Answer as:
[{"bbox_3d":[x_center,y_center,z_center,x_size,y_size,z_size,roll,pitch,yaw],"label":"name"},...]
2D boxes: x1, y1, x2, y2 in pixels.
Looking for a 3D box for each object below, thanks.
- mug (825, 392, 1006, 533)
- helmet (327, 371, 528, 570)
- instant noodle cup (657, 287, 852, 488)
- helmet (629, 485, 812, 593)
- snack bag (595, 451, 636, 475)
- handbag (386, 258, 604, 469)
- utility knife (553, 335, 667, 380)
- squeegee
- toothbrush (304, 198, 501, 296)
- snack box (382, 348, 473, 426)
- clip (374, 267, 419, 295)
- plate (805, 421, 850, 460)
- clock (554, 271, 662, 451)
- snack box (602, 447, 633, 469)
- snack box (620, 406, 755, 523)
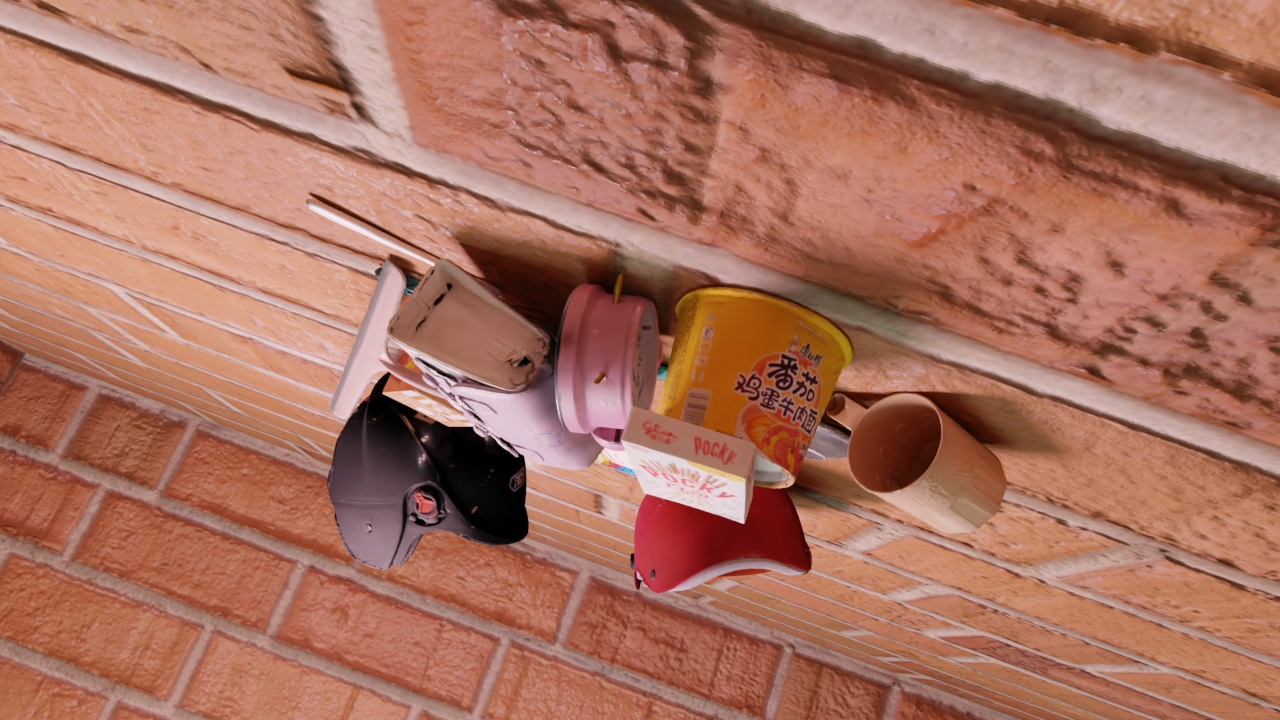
[{"bbox_3d":[0.220,0.077,0.744,0.103,0.084,0.124,31,-176,-34],"label":"mug"},{"bbox_3d":[-0.267,0.140,1.202,0.275,0.230,0.233,15,-168,10],"label":"helmet"},{"bbox_3d":[0.077,0.026,0.680,0.138,0.109,0.138,17,162,6],"label":"instant noodle cup"},{"bbox_3d":[0.085,0.193,1.089,0.207,0.144,0.240,-7,169,-8],"label":"helmet"},{"bbox_3d":[-0.023,0.122,1.192,0.191,0.038,0.110,20,151,0],"label":"snack bag"},{"bbox_3d":[-0.112,0.018,0.796,0.145,0.098,0.197,24,164,22],"label":"handbag"},{"bbox_3d":[-0.005,0.005,0.865,0.216,0.013,0.029,18,159,11],"label":"utility knife"},{"bbox_3d":[-0.175,0.029,0.944,0.249,0.040,0.248,18,135,-19],"label":"squeegee"},{"bbox_3d":[-0.204,-0.093,0.791,0.180,0.016,0.016,27,159,-18],"label":"toothbrush"},{"bbox_3d":[-0.224,0.022,1.050,0.092,0.077,0.095,32,160,-29],"label":"snack box"},{"bbox_3d":[-0.228,-0.073,0.881,0.056,0.014,0.043,23,162,-1],"label":"clip"},{"bbox_3d":[0.117,0.064,0.841,0.179,0.024,0.179,19,171,3],"label":"plate"},{"bbox_3d":[-0.020,0.008,0.730,0.060,0.117,0.158,5,158,11],"label":"clock"},{"bbox_3d":[-0.028,0.083,1.058,0.077,0.027,0.156,14,155,33],"label":"snack box"},{"bbox_3d":[0.037,0.078,0.652,0.085,0.026,0.157,16,163,12],"label":"snack box"}]
